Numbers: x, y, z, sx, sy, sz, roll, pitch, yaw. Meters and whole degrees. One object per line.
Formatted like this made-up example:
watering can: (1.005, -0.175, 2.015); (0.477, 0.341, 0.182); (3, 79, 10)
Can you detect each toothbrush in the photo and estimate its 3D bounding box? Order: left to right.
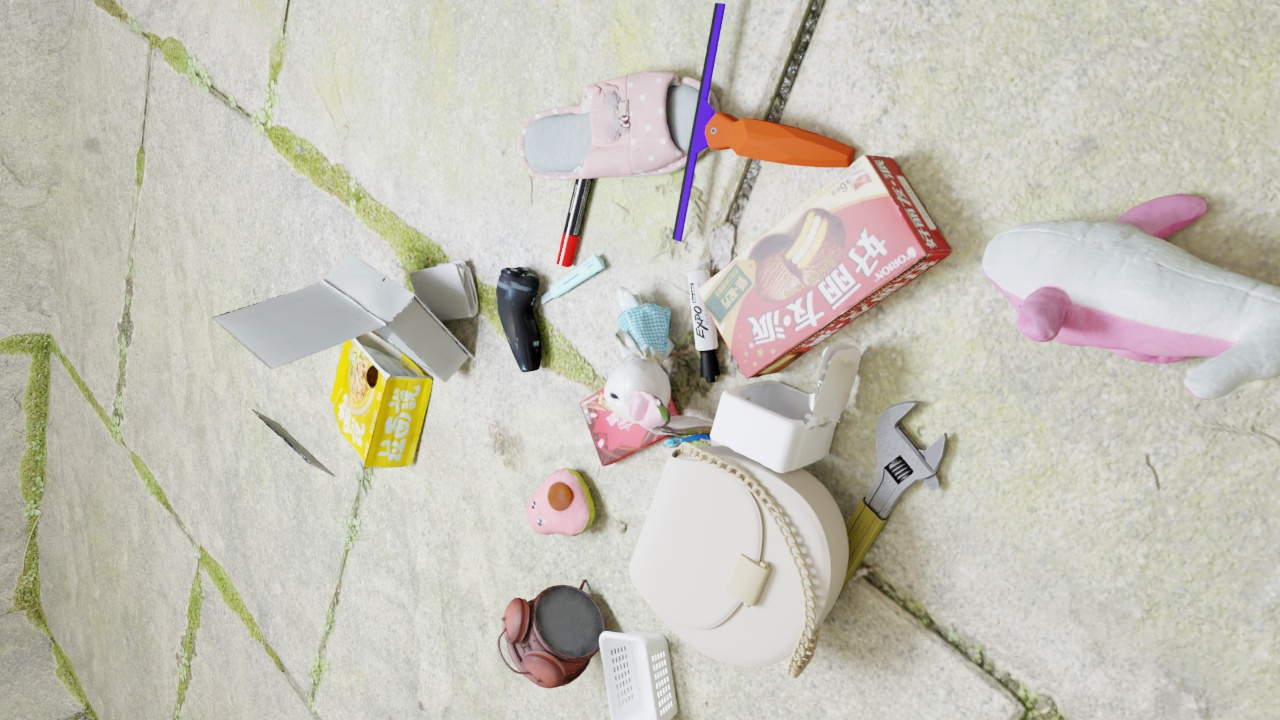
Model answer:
toothbrush: (0.077, 0.084, 1.049); (0.135, 0.017, 0.021); (-19, 83, 42)

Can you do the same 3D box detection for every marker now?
marker: (-0.080, -0.188, 1.142); (0.023, 0.021, 0.145); (-125, 46, -58)
marker: (0.072, -0.038, 1.028); (0.025, 0.025, 0.126); (-4, 94, 42)

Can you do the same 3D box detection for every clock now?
clock: (-0.115, 0.352, 1.169); (0.120, 0.157, 0.072); (56, 133, 20)

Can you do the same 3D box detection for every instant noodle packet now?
instant noodle packet: (-0.436, 0.049, 1.467); (0.222, 0.084, 0.163); (36, 117, 39)

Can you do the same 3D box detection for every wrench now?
wrench: (0.226, 0.161, 0.928); (0.083, 0.018, 0.274); (41, 122, 29)

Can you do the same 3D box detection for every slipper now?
slipper: (-0.036, -0.263, 1.053); (0.275, 0.054, 0.114); (-3, 93, 34)

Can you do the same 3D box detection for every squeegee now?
squeegee: (0.126, -0.223, 0.932); (0.185, 0.055, 0.250); (19, 110, 27)

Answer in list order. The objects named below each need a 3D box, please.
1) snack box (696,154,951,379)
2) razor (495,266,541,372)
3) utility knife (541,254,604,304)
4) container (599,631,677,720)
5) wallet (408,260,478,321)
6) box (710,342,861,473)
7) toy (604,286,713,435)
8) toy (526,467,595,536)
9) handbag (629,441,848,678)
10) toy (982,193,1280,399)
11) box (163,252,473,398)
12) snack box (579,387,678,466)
snack box: (0.173, -0.086, 0.907); (0.237, 0.060, 0.113); (-38, 73, 39)
razor: (-0.152, -0.055, 1.209); (0.064, 0.052, 0.140); (-11, 92, 34)
utility knife: (-0.088, -0.101, 1.170); (0.129, 0.015, 0.022); (-29, 79, 44)
container: (0.001, 0.397, 1.144); (0.081, 0.049, 0.129); (-8, 92, 42)
wallet: (-0.282, -0.099, 1.333); (0.116, 0.032, 0.086); (0, 107, 40)
box: (0.155, 0.032, 0.911); (0.124, 0.108, 0.137); (24, 113, 34)
toy: (-0.006, 0.006, 1.038); (0.106, 0.131, 0.205); (-32, 58, 23)
toy: (-0.107, 0.194, 1.206); (0.110, 0.051, 0.090); (-36, 72, 40)
handbag: (0.104, 0.197, 0.943); (0.209, 0.103, 0.211); (26, 109, 24)
toy: (0.379, -0.038, 0.698); (0.128, 0.186, 0.266); (58, 167, -30)
box: (-0.408, -0.050, 1.225); (0.167, 0.368, 0.150); (29, 113, 35)
snack box: (-0.013, 0.067, 1.123); (0.133, 0.021, 0.089); (-31, 76, 40)
